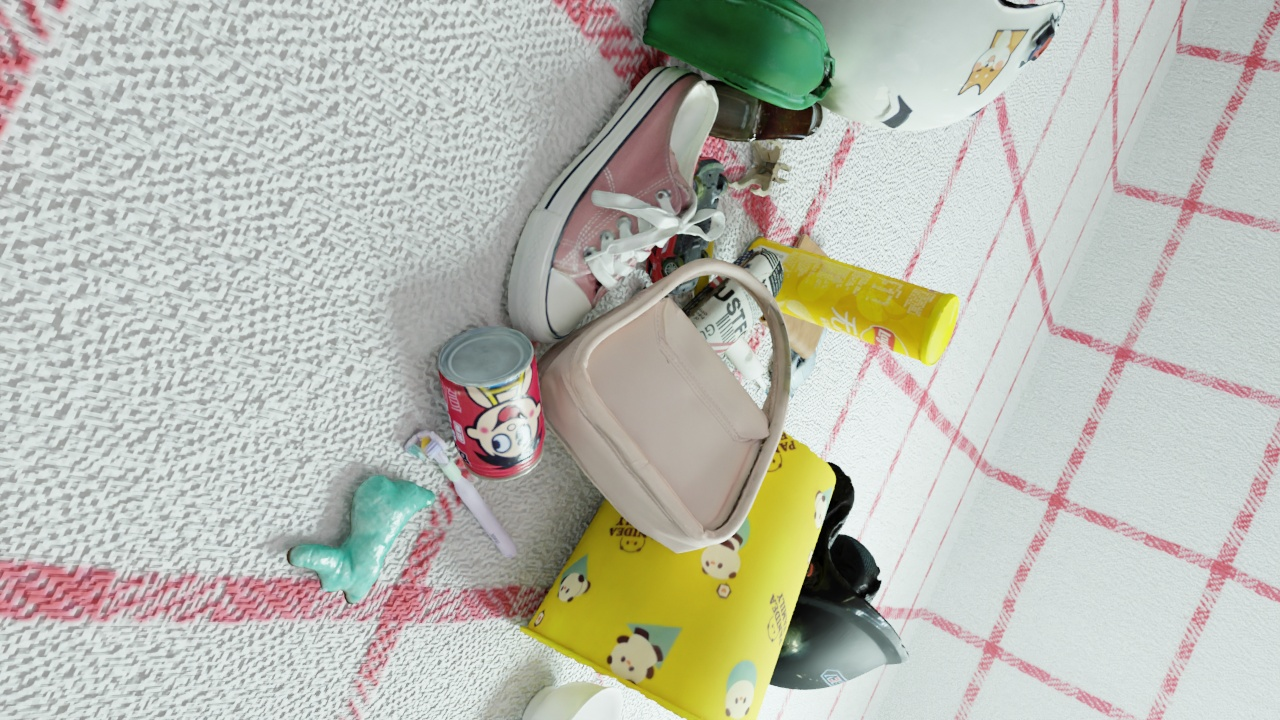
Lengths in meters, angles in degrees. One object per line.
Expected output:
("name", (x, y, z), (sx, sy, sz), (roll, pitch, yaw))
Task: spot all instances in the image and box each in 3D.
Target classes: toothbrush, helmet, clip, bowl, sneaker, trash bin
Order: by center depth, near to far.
("sneaker", (-0.005, -0.109, 0.676), (0.241, 0.088, 0.118), (-56, 148, -8))
("toothbrush", (-0.129, 0.110, 0.707), (0.189, 0.029, 0.021), (69, 15, -52))
("helmet", (0.221, -0.281, 0.797), (0.273, 0.230, 0.157), (1, 120, -51))
("trash bin", (0.048, 0.188, 0.854), (0.254, 0.230, 0.230), (-63, 150, -18))
("clip", (0.120, -0.194, 0.872), (0.101, 0.035, 0.095), (-39, 142, -44))
("toothbrush", (0.052, -0.039, 0.891), (0.016, 0.016, 0.190), (-22, 129, -42))
("bowl", (-0.079, 0.364, 0.916), (0.118, 0.065, 0.118), (-37, 140, -40))
("toothbrush", (0.114, 0.000, 1.003), (0.026, 0.026, 0.221), (-52, 148, -5))
("helmet", (0.166, 0.250, 1.028), (0.230, 0.274, 0.233), (-34, 139, -2))

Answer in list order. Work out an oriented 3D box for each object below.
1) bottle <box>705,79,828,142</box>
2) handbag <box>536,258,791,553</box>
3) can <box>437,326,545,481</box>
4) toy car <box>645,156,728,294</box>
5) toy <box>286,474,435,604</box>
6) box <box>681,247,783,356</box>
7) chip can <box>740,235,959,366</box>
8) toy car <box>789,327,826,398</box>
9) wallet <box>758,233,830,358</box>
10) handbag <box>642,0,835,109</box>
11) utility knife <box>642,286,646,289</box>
("bottle", (0.114, -0.215, 0.802), (0.194, 0.080, 0.044), (-20, 127, -56))
("handbag", (0.044, 0.015, 0.741), (0.193, 0.094, 0.233), (51, 60, -15))
("can", (-0.103, 0.032, 0.647), (0.066, 0.066, 0.094), (-39, 141, -37))
("toy car", (0.037, -0.116, 0.782), (0.052, 0.045, 0.121), (-21, 133, -53))
("toy", (-0.187, 0.119, 0.614), (0.096, 0.030, 0.092), (30, 82, -54))
("box", (0.077, -0.040, 0.864), (0.164, 0.052, 0.069), (-46, 153, -13))
("chip can", (0.199, -0.062, 0.908), (0.071, 0.213, 0.072), (-37, 139, -42))
("toy car", (0.199, -0.011, 1.120), (0.120, 0.037, 0.054), (-58, 148, -20))
("wallet", (0.188, -0.073, 1.054), (0.101, 0.020, 0.115), (35, 78, -44))
("handbag", (0.075, -0.240, 0.677), (0.120, 0.131, 0.068), (-13, 130, -59))
("utility knife", (-0.005, 0.005, 0.832), (0.033, 0.015, 0.156), (-17, 126, -45))
